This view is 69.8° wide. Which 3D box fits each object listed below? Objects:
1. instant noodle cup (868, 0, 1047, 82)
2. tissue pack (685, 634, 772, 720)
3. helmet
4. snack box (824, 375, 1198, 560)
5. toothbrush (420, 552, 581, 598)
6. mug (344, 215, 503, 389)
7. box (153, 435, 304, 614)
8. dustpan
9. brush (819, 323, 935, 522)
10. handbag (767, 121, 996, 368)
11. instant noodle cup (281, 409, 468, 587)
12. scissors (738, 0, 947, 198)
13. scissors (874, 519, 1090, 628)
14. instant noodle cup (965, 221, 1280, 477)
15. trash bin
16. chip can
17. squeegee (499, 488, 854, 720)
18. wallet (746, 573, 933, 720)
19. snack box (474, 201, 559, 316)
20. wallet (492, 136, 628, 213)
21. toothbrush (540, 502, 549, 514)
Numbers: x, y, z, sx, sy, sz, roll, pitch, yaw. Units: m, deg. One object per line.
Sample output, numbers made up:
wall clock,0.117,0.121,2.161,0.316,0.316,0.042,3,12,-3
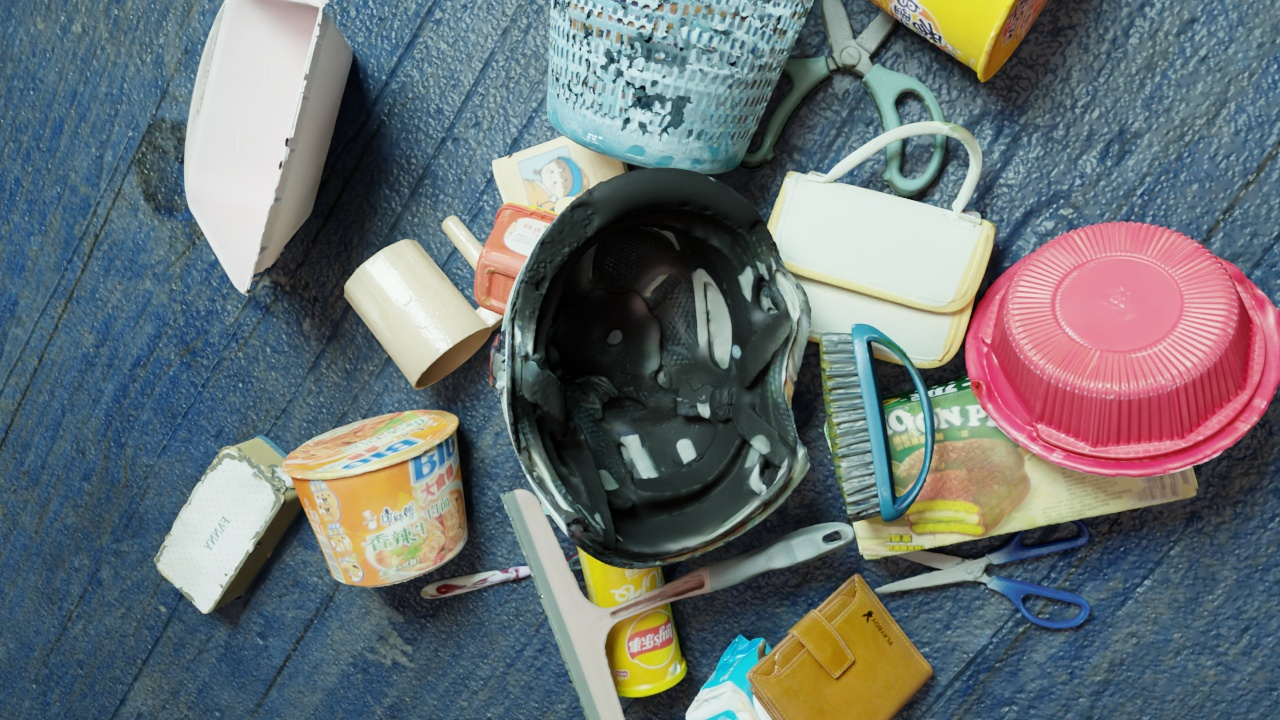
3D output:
instant noodle cup,0.222,-0.276,0.619,0.110,0.137,0.138,34,106,17
tissue pack,0.105,0.307,0.760,0.063,0.089,0.140,-36,87,32
helmet,-0.004,0.004,0.671,0.229,0.157,0.274,-16,102,-21
snack box,0.271,0.067,0.692,0.240,0.063,0.114,-16,94,18
toothbrush,-0.123,0.200,0.847,0.188,0.017,0.016,-15,94,17
mug,-0.177,-0.053,0.796,0.124,0.084,0.103,-39,86,-7
box,-0.402,0.166,0.901,0.090,0.059,0.185,42,109,6
dustpan,-0.332,-0.197,0.747,0.138,0.273,0.223,18,101,-14
brush,0.171,0.043,0.655,0.074,0.055,0.144,-10,91,17
handbag,0.177,-0.093,0.685,0.163,0.063,0.179,17,109,11
instant noodle cup,-0.221,0.120,0.801,0.151,0.151,0.111,-6,105,16
scissors,0.144,-0.191,0.709,0.180,0.019,0.170,-21,94,19
scissors,0.277,0.172,0.730,0.166,0.012,0.157,-39,89,15
instant noodle cup,0.316,-0.023,0.610,0.194,0.066,0.193,-12,56,18
trash bin,0.024,-0.246,0.647,0.227,0.226,0.195,20,117,12
chip can,-0.017,0.174,0.786,0.072,0.072,0.213,-12,95,17
squeegee,0.049,0.176,0.726,0.250,0.040,0.247,-22,85,7
wallet,0.155,0.247,0.736,0.130,0.035,0.119,-36,89,-22
snack box,-0.086,-0.075,0.746,0.091,0.079,0.082,19,132,4
wallet,-0.062,-0.143,0.772,0.115,0.024,0.087,-14,94,20
toothbrush,-0.073,0.044,0.808,0.021,0.029,0.189,-1,100,-25
